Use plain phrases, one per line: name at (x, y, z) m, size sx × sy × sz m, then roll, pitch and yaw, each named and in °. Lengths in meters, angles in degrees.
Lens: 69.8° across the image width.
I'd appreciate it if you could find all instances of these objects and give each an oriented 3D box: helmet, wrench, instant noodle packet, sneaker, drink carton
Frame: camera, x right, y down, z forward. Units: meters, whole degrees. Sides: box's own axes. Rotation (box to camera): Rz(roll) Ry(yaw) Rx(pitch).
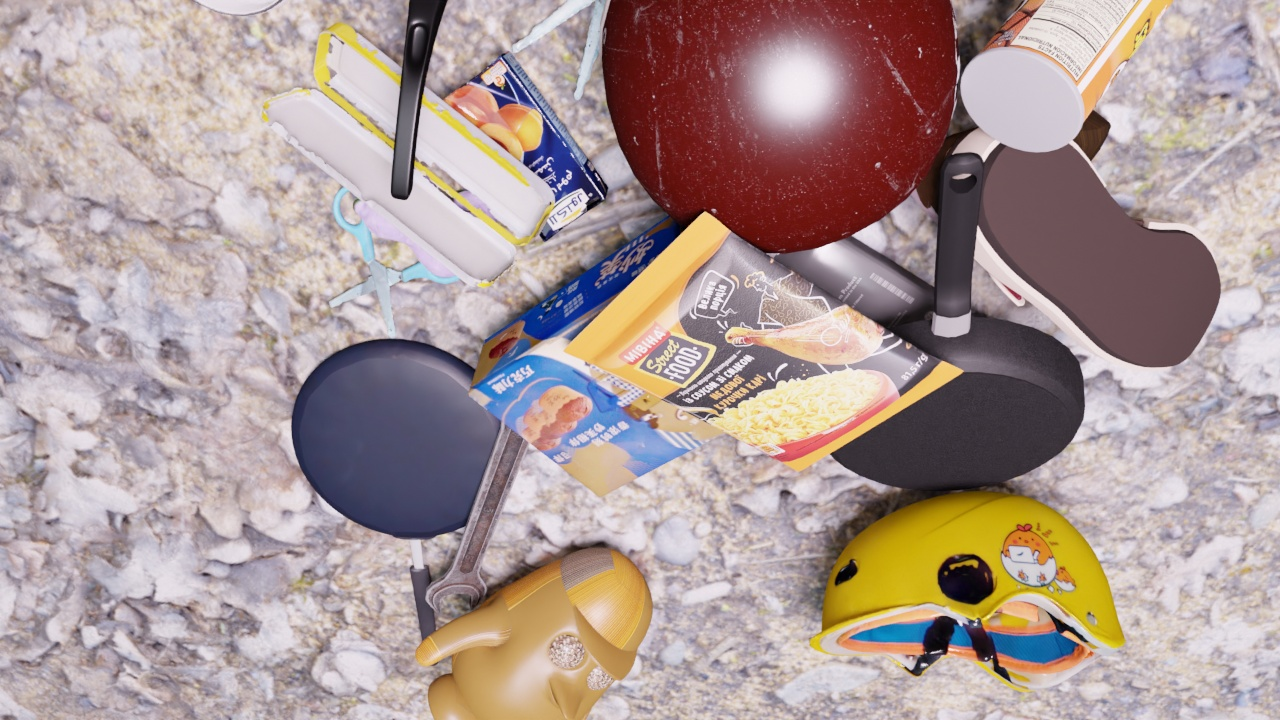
helmet at (0.265, 0.181, 0.771) m, size 0.240 × 0.139 × 0.209 m, roll 5°, pitch 150°, yaw 6°
wrench at (-0.129, 0.114, 0.814) m, size 0.070 × 0.010 × 0.274 m, roll 15°, pitch 109°, yaw -23°
instant noodle packet at (0.081, 0.001, 0.628) m, size 0.220 × 0.032 × 0.160 m, roll 28°, pitch 135°, yaw -23°
sneaker at (0.310, -0.081, 0.693) m, size 0.293 × 0.116 × 0.112 m, roll 22°, pitch 98°, yaw -28°
helmet at (0.095, -0.197, 0.588) m, size 0.234 × 0.252 × 0.234 m, roll -13°, pitch 122°, yaw 18°
drink carton at (-0.084, -0.160, 0.693) m, size 0.064 × 0.040 × 0.130 m, roll -32°, pitch 109°, yaw 16°

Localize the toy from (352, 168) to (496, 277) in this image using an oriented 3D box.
toy at (-0.164, -0.114, 0.714) m, size 0.099 × 0.036 × 0.080 m, roll 39°, pitch 78°, yaw 0°

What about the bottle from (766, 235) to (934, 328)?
bottle at (0.150, -0.058, 0.726) m, size 0.174 × 0.046 × 0.084 m, roll 31°, pitch 112°, yaw -11°

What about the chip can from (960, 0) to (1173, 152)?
chip can at (0.288, -0.230, 0.567) m, size 0.075 × 0.075 × 0.214 m, roll 45°, pitch 74°, yaw -16°

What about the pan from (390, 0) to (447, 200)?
pan at (-0.134, -0.287, 0.606) m, size 0.209 × 0.067 × 0.357 m, roll 10°, pitch 108°, yaw -4°

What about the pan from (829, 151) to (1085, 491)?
pan at (0.222, -0.002, 0.660) m, size 0.204 × 0.044 × 0.356 m, roll -3°, pitch 144°, yaw 13°

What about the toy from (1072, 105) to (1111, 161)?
toy at (0.296, -0.181, 0.657) m, size 0.076 × 0.062 × 0.100 m, roll 17°, pitch 137°, yaw 34°

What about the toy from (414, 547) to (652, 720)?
toy at (-0.074, 0.259, 0.827) m, size 0.203 × 0.162 × 0.198 m, roll -42°, pitch 123°, yaw 7°

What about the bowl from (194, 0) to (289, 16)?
bowl at (-0.268, -0.297, 0.625) m, size 0.113 × 0.063 × 0.113 m, roll 3°, pitch 115°, yaw 5°

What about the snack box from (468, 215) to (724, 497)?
snack box at (-0.004, 0.004, 0.711) m, size 0.203 × 0.069 × 0.155 m, roll -30°, pitch 124°, yaw 27°

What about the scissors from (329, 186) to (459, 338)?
scissors at (-0.206, -0.086, 0.747) m, size 0.135 × 0.015 × 0.136 m, roll -25°, pitch 109°, yaw 7°

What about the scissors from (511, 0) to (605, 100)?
scissors at (-0.028, -0.276, 0.655) m, size 0.171 × 0.028 × 0.139 m, roll -35°, pitch 111°, yaw 12°

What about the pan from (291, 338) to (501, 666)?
pan at (-0.211, 0.147, 0.849) m, size 0.199 × 0.021 × 0.357 m, roll 0°, pitch 115°, yaw 2°

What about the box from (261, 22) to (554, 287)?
box at (-0.161, -0.151, 0.660) m, size 0.209 × 0.079 × 0.080 m, roll 39°, pitch 125°, yaw -2°
